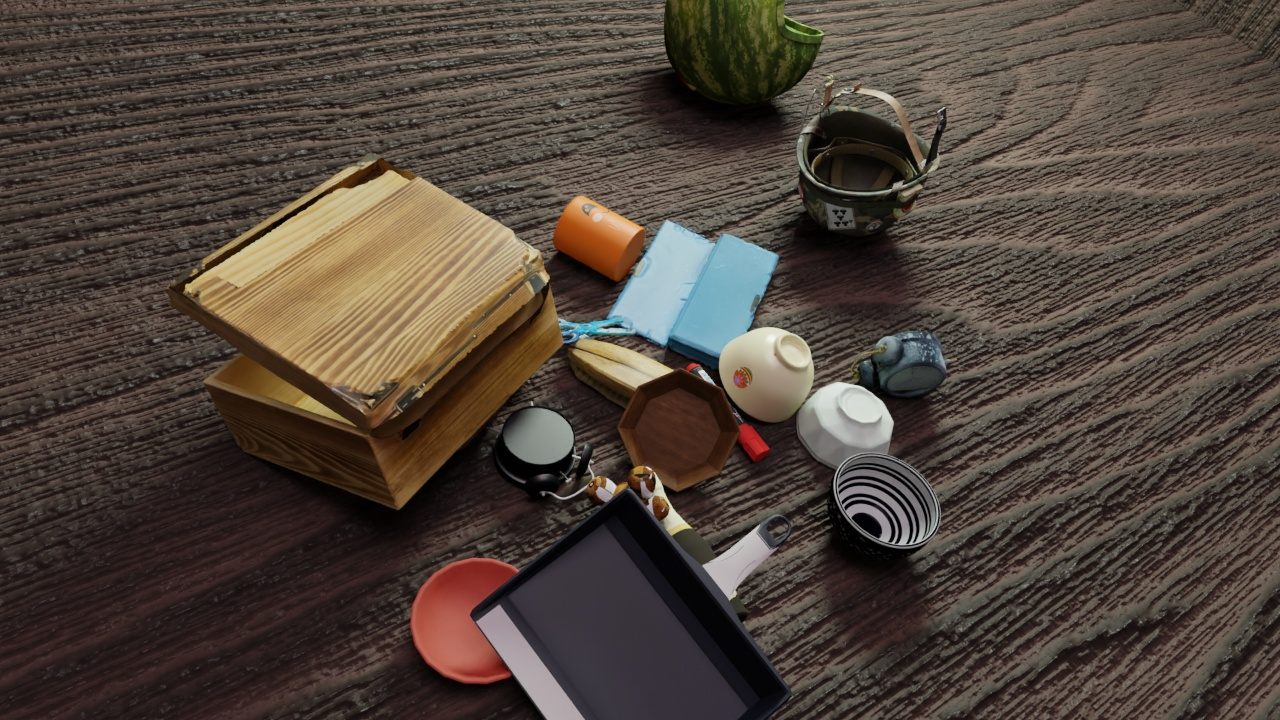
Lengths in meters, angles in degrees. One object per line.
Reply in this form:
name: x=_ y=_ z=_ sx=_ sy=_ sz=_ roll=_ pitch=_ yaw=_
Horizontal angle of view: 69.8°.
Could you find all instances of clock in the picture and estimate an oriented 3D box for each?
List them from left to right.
clock: x=-0.102 y=0.100 z=0.982 sx=0.091 sy=0.043 sz=0.120 roll=-30 pitch=63 yaw=-34
clock: x=0.325 y=0.004 z=1.154 sx=0.129 sy=0.090 sz=0.052 roll=7 pitch=54 yaw=-14

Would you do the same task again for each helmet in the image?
helmet: x=0.158 y=-0.536 z=1.485 sx=0.244 sy=0.247 sz=0.212 roll=-22 pitch=24 yaw=15
helmet: x=0.319 y=-0.287 z=1.304 sx=0.223 sy=0.237 sz=0.193 roll=-22 pitch=53 yaw=-43

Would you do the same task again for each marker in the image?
marker: x=0.101 y=0.059 z=1.089 sx=0.023 sy=0.021 sz=0.145 roll=-32 pitch=61 yaw=-10

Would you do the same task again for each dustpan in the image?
dustpan: x=0.029 y=0.232 z=0.829 sx=0.272 sy=0.080 sz=0.236 roll=-33 pitch=77 yaw=-30

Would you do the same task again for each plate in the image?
plate: x=0.042 y=0.078 z=1.017 sx=0.131 sy=0.025 sz=0.131 roll=0 pitch=83 yaw=0

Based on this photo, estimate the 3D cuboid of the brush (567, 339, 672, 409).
brush: x=0.002 y=0.031 z=1.072 sx=0.195 sy=0.043 sz=0.059 roll=25 pitch=46 yaw=9

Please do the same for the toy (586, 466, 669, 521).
toy: x=-0.012 y=0.171 z=0.928 sx=0.087 sy=0.067 sz=0.112 roll=-17 pitch=47 yaw=19

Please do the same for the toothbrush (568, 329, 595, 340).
toothbrush: x=-0.007 y=0.006 z=1.109 sx=0.187 sy=0.016 sz=0.015 roll=26 pitch=47 yaw=11

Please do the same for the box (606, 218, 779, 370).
box: x=0.074 y=-0.095 z=1.213 sx=0.174 sy=0.034 sz=0.230 roll=21 pitch=48 yaw=6

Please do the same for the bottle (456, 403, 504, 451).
bottle: x=-0.171 y=0.030 z=1.014 sx=0.059 sy=0.059 sz=0.166 roll=30 pitch=48 yaw=12

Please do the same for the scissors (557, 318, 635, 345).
scissors: x=-0.071 y=-0.034 z=1.092 sx=0.137 sy=0.012 sz=0.127 roll=5 pitch=18 yaw=1

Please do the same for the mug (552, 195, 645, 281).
mug: x=-0.048 y=-0.162 z=1.217 sx=0.096 sy=0.078 sz=0.112 roll=30 pitch=17 yaw=11

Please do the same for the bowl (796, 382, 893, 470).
bowl: x=0.250 y=0.071 z=1.093 sx=0.117 sy=0.061 sz=0.117 roll=8 pitch=48 yaw=-9

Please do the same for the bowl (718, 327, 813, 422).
bowl: x=0.163 y=0.005 z=1.096 sx=0.118 sy=0.074 sz=0.117 roll=15 pitch=55 yaw=-22

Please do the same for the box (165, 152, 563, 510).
box: x=-0.247 y=-0.040 z=0.898 sx=0.259 sy=0.221 sz=0.278 roll=15 pitch=42 yaw=27

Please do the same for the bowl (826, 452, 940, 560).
bowl: x=0.257 y=0.169 z=1.004 sx=0.120 sy=0.067 sz=0.120 roll=8 pitch=48 yaw=-9

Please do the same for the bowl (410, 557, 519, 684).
bowl: x=-0.150 y=0.245 z=0.846 sx=0.122 sy=0.035 sz=0.121 roll=8 pitch=48 yaw=-9

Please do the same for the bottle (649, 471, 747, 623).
bottle: x=0.046 y=0.191 z=0.940 sx=0.045 sy=0.045 sz=0.184 roll=-13 pitch=54 yaw=-25
